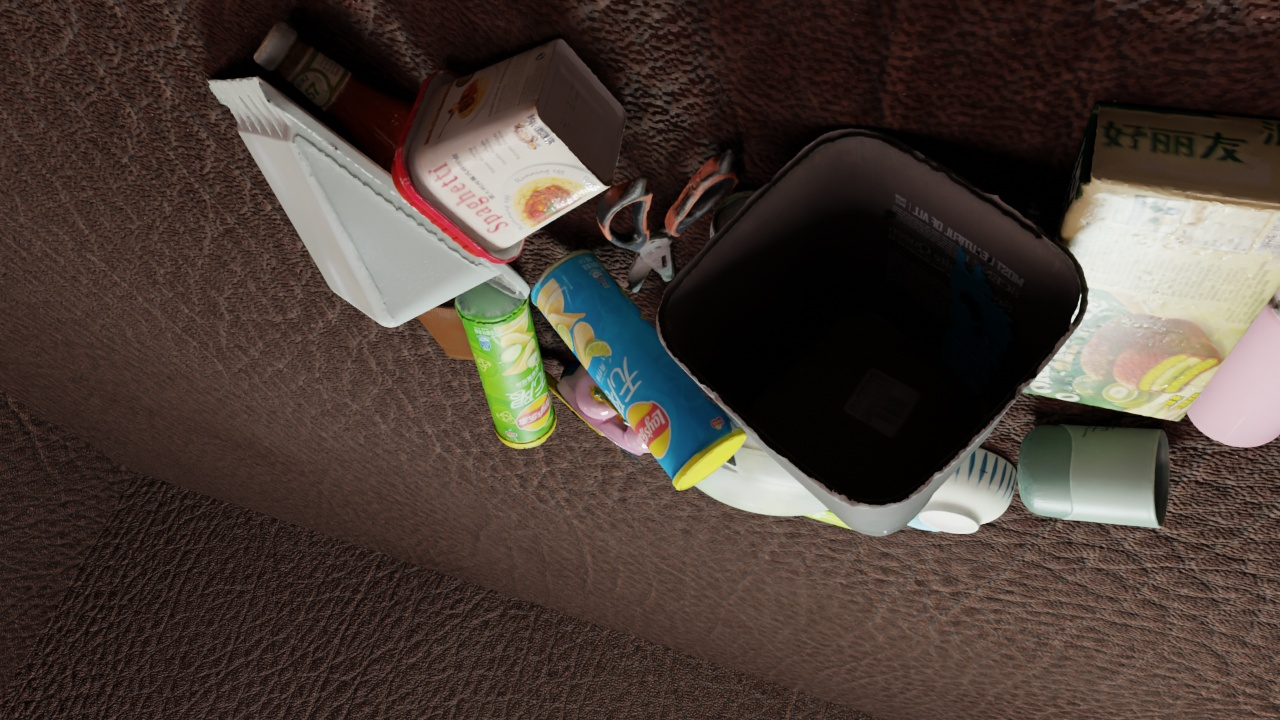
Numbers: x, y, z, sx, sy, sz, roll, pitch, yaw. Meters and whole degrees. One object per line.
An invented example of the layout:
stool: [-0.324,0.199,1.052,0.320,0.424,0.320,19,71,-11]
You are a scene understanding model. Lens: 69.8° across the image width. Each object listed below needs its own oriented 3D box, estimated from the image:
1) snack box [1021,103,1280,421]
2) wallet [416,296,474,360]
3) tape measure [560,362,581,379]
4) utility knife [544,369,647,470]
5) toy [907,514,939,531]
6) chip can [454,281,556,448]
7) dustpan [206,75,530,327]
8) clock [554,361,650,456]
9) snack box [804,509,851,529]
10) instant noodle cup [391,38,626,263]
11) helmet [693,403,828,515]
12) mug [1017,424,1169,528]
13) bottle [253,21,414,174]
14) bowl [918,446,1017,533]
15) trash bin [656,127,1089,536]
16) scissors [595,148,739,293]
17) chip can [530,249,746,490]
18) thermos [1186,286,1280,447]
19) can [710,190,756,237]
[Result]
snack box: [0.309,-0.048,0.564,0.114,0.063,0.240,12,155,19]
wallet: [-0.190,-0.038,1.014,0.125,0.032,0.101,5,149,29]
tape measure: [-0.065,0.025,1.053,0.054,0.025,0.058,19,155,0]
utility knife: [-0.068,0.056,1.019,0.218,0.015,0.033,40,-178,26]
toy: [0.266,0.165,1.058,0.161,0.049,0.156,21,165,-4]
chip can: [-0.136,0.001,0.953,0.073,0.072,0.222,13,142,15]
dustpan: [-0.208,-0.135,0.758,0.223,0.142,0.258,24,141,54]
clock: [-0.024,0.046,0.951,0.117,0.060,0.158,38,-176,-16]
snack box: [0.175,0.123,0.977,0.156,0.085,0.026,18,144,-12]
instant noodle cup: [-0.084,-0.145,0.621,0.124,0.116,0.116,-16,139,34]
helmet: [0.124,0.065,0.844,0.258,0.145,0.229,20,156,0]
mug: [0.395,0.096,0.796,0.106,0.082,0.111,-1,180,38]
bottle: [-0.188,-0.172,0.688,0.206,0.059,0.060,35,152,-30]
bowl: [0.319,0.136,0.938,0.116,0.066,0.117,16,156,7]
trash bin: [0.153,0.003,0.619,0.199,0.198,0.220,43,175,26]
scissors: [0.019,-0.097,0.689,0.214,0.015,0.197,-34,164,36]
chip can: [-0.005,0.004,0.762,0.210,0.071,0.071,51,163,18]
thermos: [0.396,-0.006,0.556,0.067,0.087,0.199,14,157,18]
can: [0.082,-0.066,0.705,0.058,0.058,0.147,15,157,12]
